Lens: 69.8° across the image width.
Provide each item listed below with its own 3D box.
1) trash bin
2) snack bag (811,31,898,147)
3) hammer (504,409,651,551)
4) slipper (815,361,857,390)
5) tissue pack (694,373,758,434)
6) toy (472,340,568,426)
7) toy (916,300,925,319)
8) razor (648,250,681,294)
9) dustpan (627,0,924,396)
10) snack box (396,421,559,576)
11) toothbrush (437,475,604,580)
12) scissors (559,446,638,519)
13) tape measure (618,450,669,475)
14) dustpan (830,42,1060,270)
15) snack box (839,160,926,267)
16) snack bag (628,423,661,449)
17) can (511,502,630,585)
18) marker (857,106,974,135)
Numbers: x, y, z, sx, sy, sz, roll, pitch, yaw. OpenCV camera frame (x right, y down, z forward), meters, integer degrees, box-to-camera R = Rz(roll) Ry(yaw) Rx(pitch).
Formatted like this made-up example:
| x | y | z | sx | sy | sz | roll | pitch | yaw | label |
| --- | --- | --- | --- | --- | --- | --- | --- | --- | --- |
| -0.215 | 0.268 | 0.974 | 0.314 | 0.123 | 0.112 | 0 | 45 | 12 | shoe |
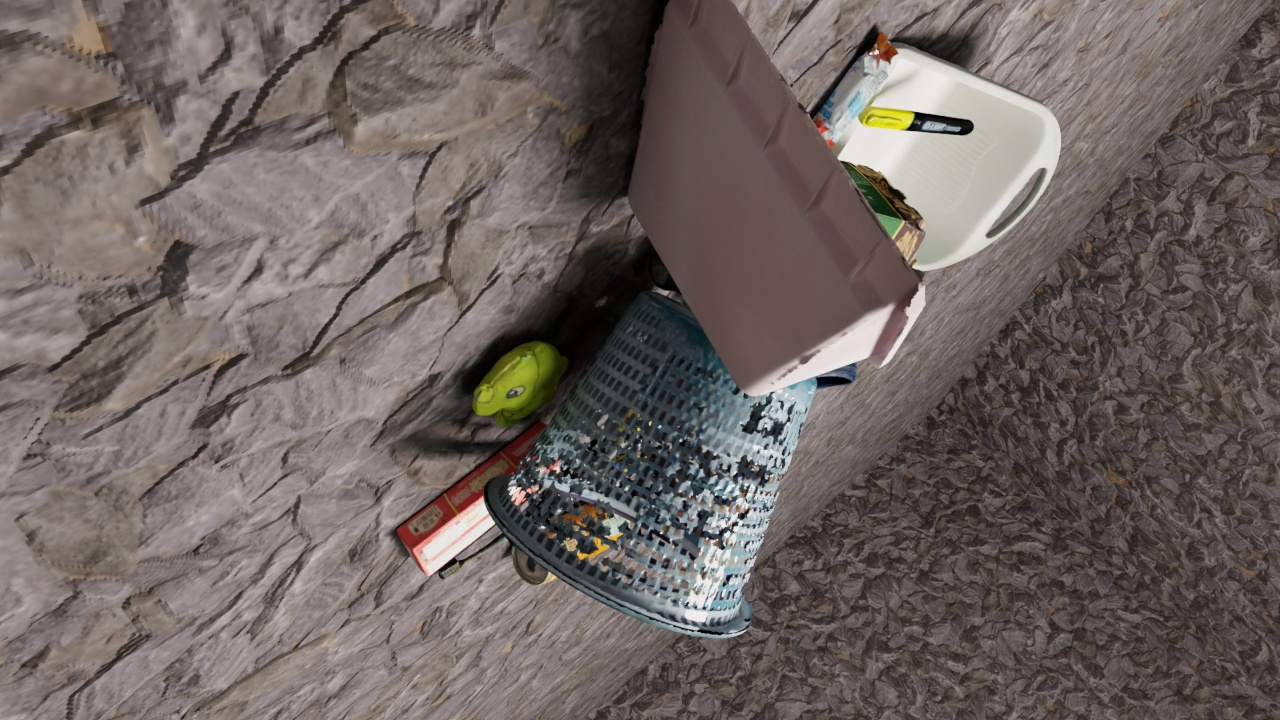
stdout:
| x | y | z | sx | sy | sz | roll | pitch | yaw | label |
| --- | --- | --- | --- | --- | --- | --- | --- | --- | --- |
| 0.024 | 0.063 | 0.694 | 0.195 | 0.227 | 0.226 | -64 | 158 | 6 | trash bin |
| 0.167 | -0.210 | 0.734 | 0.105 | 0.026 | 0.045 | -52 | 150 | 18 | snack bag |
| -0.015 | 0.066 | 0.862 | 0.301 | 0.033 | 0.128 | -45 | 180 | 5 | hammer |
| 0.238 | -0.001 | 1.207 | 0.253 | 0.095 | 0.105 | -41 | 163 | -1 | slipper |
| 0.102 | 0.031 | 0.995 | 0.140 | 0.090 | 0.063 | -41 | 160 | -13 | tissue pack |
| -0.086 | 0.015 | 0.673 | 0.096 | 0.031 | 0.100 | -37 | 163 | -32 | toy |
| 0.300 | -0.110 | 1.080 | 0.199 | 0.130 | 0.140 | -35 | 166 | 1 | toy |
| 0.059 | -0.081 | 0.753 | 0.068 | 0.062 | 0.167 | -20 | 177 | 24 | razor |
| 0.097 | -0.099 | 0.550 | 0.138 | 0.222 | 0.274 | -23 | 166 | -21 | dustpan |
| -0.135 | 0.119 | 0.792 | 0.152 | 0.025 | 0.075 | -38 | 159 | -21 | snack box |
| -0.115 | 0.160 | 0.899 | 0.185 | 0.012 | 0.017 | -30 | 146 | -16 | toothbrush |
| -0.037 | 0.131 | 0.969 | 0.155 | 0.012 | 0.167 | -7 | 140 | -31 | scissors |
| 0.004 | 0.114 | 1.025 | 0.060 | 0.029 | 0.057 | -15 | 173 | -6 | tape measure |
| 0.277 | -0.169 | 0.871 | 0.257 | 0.142 | 0.223 | -25 | 153 | -47 | dustpan |
| 0.154 | -0.109 | 0.781 | 0.105 | 0.118 | 0.118 | 13 | 124 | -33 | snack box |
| -0.001 | 0.076 | 0.975 | 0.048 | 0.026 | 0.104 | -57 | 158 | 19 | snack bag |
| -0.075 | 0.199 | 1.026 | 0.145 | 0.058 | 0.058 | -18 | 147 | -53 | can |
| 0.241 | -0.205 | 0.793 | 0.124 | 0.015 | 0.018 | -1 | 139 | -26 | marker |
